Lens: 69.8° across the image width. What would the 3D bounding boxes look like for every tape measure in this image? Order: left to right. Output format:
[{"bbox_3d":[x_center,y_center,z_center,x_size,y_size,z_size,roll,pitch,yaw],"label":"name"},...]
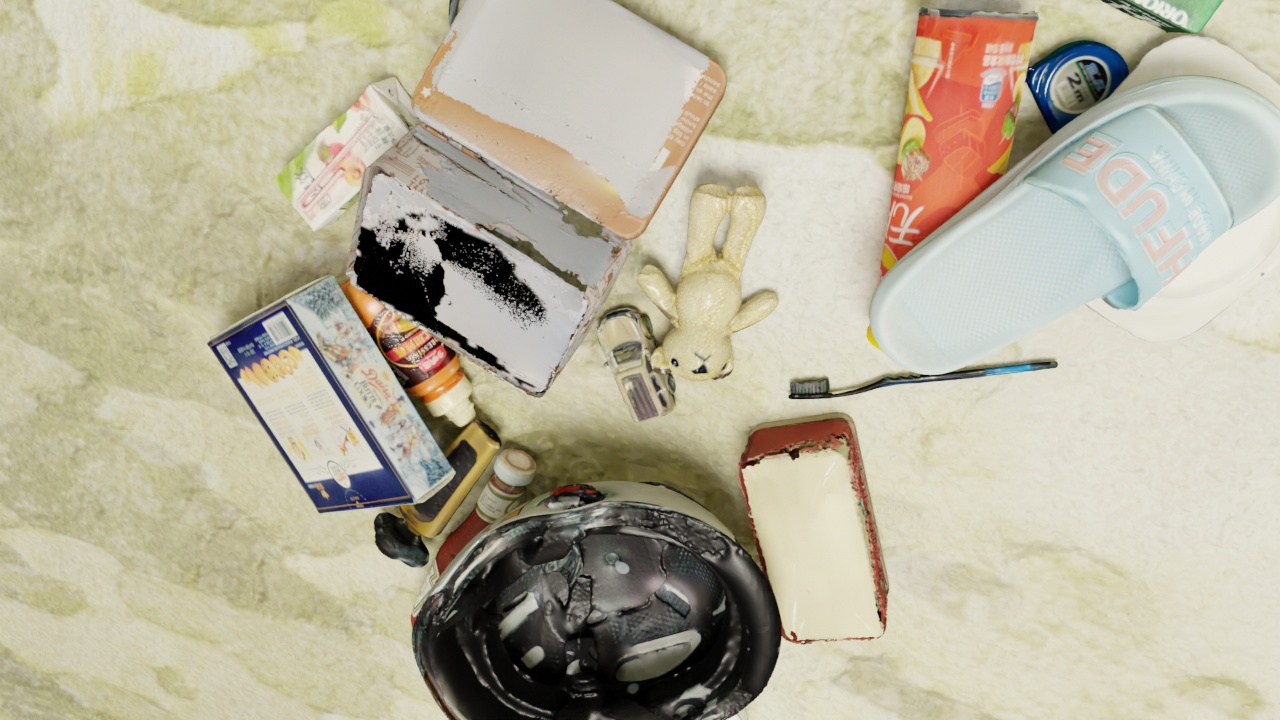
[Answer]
[{"bbox_3d":[0.271,-0.168,0.567,0.055,0.025,0.058,-31,111,18],"label":"tape measure"}]

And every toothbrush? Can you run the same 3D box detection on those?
[{"bbox_3d":[0.201,0.012,0.668,0.190,0.014,0.016,-8,86,17],"label":"toothbrush"}]

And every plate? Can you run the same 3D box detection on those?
[{"bbox_3d":[0.335,-0.094,0.565,0.163,0.034,0.165,32,115,-10],"label":"plate"}]

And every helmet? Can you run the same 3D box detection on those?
[{"bbox_3d":[-0.033,0.191,0.726,0.274,0.156,0.230,-26,106,8],"label":"helmet"}]

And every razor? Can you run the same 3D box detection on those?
[{"bbox_3d":[-0.171,0.112,0.776,0.062,0.067,0.168,45,117,8],"label":"razor"}]

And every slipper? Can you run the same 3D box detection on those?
[{"bbox_3d":[0.246,-0.068,0.522,0.246,0.074,0.104,-33,108,17],"label":"slipper"}]

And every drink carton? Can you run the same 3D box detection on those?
[{"bbox_3d":[-0.218,-0.153,0.693,0.123,0.045,0.053,-32,102,24],"label":"drink carton"}]

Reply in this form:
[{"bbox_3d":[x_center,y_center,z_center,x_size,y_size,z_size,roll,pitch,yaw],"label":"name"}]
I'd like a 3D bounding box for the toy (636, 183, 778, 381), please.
[{"bbox_3d":[0.051,-0.052,0.652,0.105,0.066,0.157,7,122,-6],"label":"toy"}]

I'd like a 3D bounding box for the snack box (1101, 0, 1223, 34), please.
[{"bbox_3d":[0.234,-0.288,0.507,0.240,0.063,0.115,30,115,2],"label":"snack box"}]

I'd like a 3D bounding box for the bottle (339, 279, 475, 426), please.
[{"bbox_3d":[-0.181,-0.008,0.738,0.067,0.066,0.149,-25,110,22],"label":"bottle"}]

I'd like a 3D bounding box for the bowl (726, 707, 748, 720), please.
[{"bbox_3d":[0.041,0.308,0.805,0.113,0.062,0.113,5,113,11],"label":"bowl"}]

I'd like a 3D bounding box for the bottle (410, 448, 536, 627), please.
[{"bbox_3d":[-0.142,0.164,0.798,0.060,0.059,0.206,29,115,2],"label":"bottle"}]

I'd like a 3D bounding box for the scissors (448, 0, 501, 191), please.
[{"bbox_3d":[-0.117,-0.188,0.673,0.135,0.014,0.175,41,119,-5],"label":"scissors"}]

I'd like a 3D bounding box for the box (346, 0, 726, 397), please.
[{"bbox_3d":[-0.081,-0.119,0.629,0.179,0.126,0.274,31,115,-1],"label":"box"}]

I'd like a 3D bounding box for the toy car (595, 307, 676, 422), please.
[{"bbox_3d":[-0.004,0.004,0.707,0.042,0.035,0.090,-17,104,19],"label":"toy car"}]

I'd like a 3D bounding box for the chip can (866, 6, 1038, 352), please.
[{"bbox_3d":[0.197,-0.110,0.587,0.073,0.073,0.217,8,112,11],"label":"chip can"}]

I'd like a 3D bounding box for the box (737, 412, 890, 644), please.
[{"bbox_3d":[0.135,0.134,0.698,0.091,0.079,0.168,-10,109,19],"label":"box"}]

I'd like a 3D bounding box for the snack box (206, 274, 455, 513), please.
[{"bbox_3d":[-0.256,0.036,0.743,0.178,0.045,0.182,-13,111,46],"label":"snack box"}]
